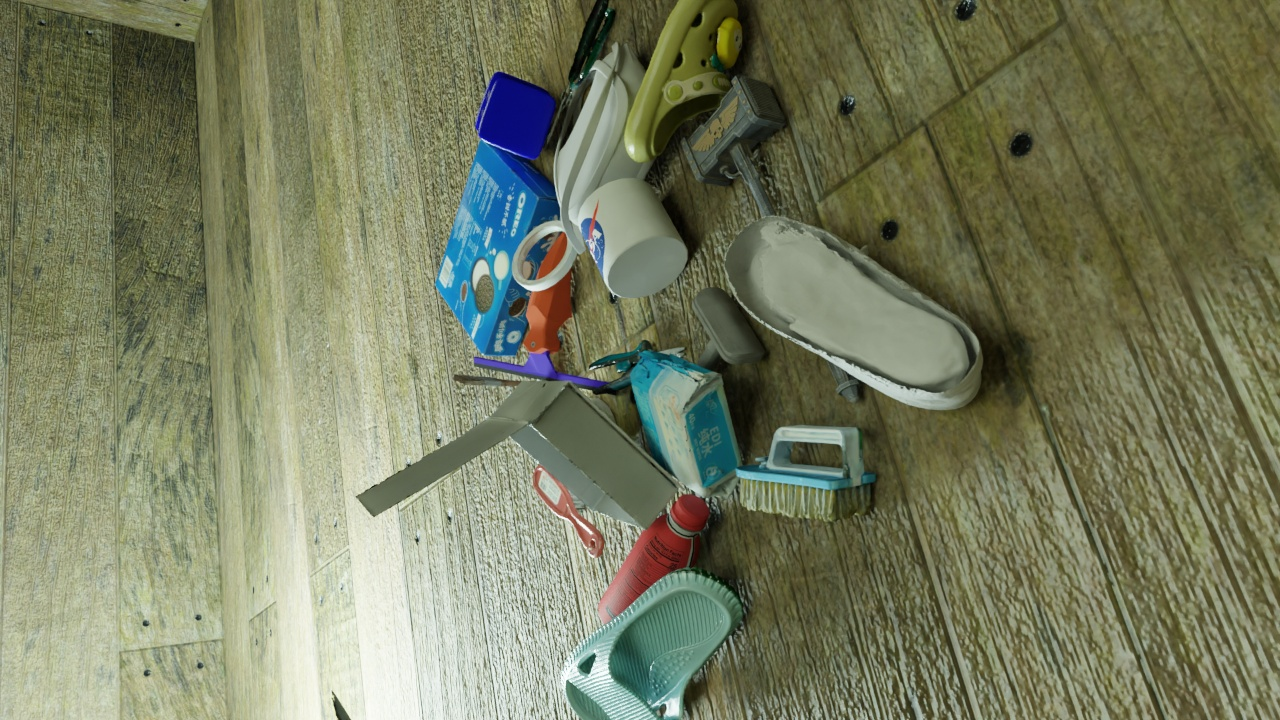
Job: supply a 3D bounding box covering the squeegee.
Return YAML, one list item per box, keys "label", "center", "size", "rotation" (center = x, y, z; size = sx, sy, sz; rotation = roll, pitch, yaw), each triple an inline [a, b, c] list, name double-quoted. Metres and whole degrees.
- label: "squeegee"
  center: [-0.111, -0.068, 1.131]
  size: [0.250, 0.055, 0.184]
  rotation: [10, 83, 39]

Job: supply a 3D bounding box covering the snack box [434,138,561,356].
- label: "snack box"
  center: [-0.194, -0.155, 1.250]
  size: [0.195, 0.056, 0.239]
  rotation: [49, 124, 43]

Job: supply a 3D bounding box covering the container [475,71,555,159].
- label: "container"
  center: [-0.158, -0.308, 1.153]
  size: [0.113, 0.084, 0.085]
  rotation: [-118, 47, -68]

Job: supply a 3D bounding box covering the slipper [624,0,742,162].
- label: "slipper"
  center: [0.051, -0.277, 0.901]
  size: [0.081, 0.091, 0.190]
  rotation: [28, 96, 16]

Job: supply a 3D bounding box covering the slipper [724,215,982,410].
- label: "slipper"
  center: [0.165, -0.042, 0.730]
  size: [0.112, 0.075, 0.247]
  rotation: [-43, 53, -12]

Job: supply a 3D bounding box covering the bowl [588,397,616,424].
- label: "bowl"
  center: [-0.077, 0.095, 1.078]
  size: [0.105, 0.054, 0.105]
  rotation: [-9, 79, 53]

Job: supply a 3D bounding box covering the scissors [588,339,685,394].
- label: "scissors"
  center: [-0.010, 0.001, 1.015]
  size: [0.139, 0.019, 0.129]
  rotation: [39, 119, 35]

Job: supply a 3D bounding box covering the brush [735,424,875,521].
- label: "brush"
  center: [0.133, 0.094, 0.794]
  size: [0.136, 0.055, 0.075]
  rotation: [-3, 90, 53]

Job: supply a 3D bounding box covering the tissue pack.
- label: "tissue pack"
  center: [0.046, 0.058, 0.878]
  size: [0.093, 0.061, 0.144]
  rotation: [30, 144, 51]

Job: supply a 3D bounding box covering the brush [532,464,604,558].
- label: "brush"
  center: [-0.079, 0.177, 1.093]
  size: [0.172, 0.030, 0.041]
  rotation: [40, 119, 48]

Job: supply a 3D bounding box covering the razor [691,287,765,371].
- label: "razor"
  center: [0.067, 0.000, 0.907]
  size: [0.088, 0.047, 0.116]
  rotation: [63, 141, 34]

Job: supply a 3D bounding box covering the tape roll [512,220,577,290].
- label: "tape roll"
  center: [-0.116, -0.128, 1.113]
  size: [0.093, 0.013, 0.092]
  rotation: [-19, 54, 27]

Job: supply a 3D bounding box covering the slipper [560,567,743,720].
- label: "slipper"
  center: [0.002, 0.305, 0.914]
  size: [0.116, 0.069, 0.277]
  rotation: [36, 123, -3]

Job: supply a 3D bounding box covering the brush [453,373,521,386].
- label: "brush"
  center: [-0.150, 0.028, 1.104]
  size: [0.045, 0.143, 0.008]
  rotation: [12, 96, 62]

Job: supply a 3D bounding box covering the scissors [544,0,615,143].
- label: "scissors"
  center: [-0.076, -0.355, 1.106]
  size: [0.210, 0.015, 0.154]
  rotation: [-53, 26, 40]

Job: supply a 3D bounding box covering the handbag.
- label: "handbag"
  center: [-0.060, -0.259, 1.061]
  size: [0.216, 0.095, 0.222]
  rotation: [-61, 32, 30]

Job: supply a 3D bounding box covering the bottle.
- label: "bottle"
  center: [0.017, 0.208, 0.936]
  size: [0.062, 0.062, 0.177]
  rotation: [56, 129, 39]

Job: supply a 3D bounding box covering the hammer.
- label: "hammer"
  center: [0.129, -0.105, 0.831]
  size: [0.099, 0.044, 0.321]
  rotation: [-44, 57, 43]

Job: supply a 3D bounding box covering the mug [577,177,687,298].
- label: "mug"
  center: [-0.008, -0.120, 0.982]
  size: [0.121, 0.091, 0.090]
  rotation: [83, 164, -56]

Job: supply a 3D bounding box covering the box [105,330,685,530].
- label: "box"
  center: [-0.215, 0.074, 0.873]
  size: [0.167, 0.505, 0.148]
  rotation: [175, 101, -67]
